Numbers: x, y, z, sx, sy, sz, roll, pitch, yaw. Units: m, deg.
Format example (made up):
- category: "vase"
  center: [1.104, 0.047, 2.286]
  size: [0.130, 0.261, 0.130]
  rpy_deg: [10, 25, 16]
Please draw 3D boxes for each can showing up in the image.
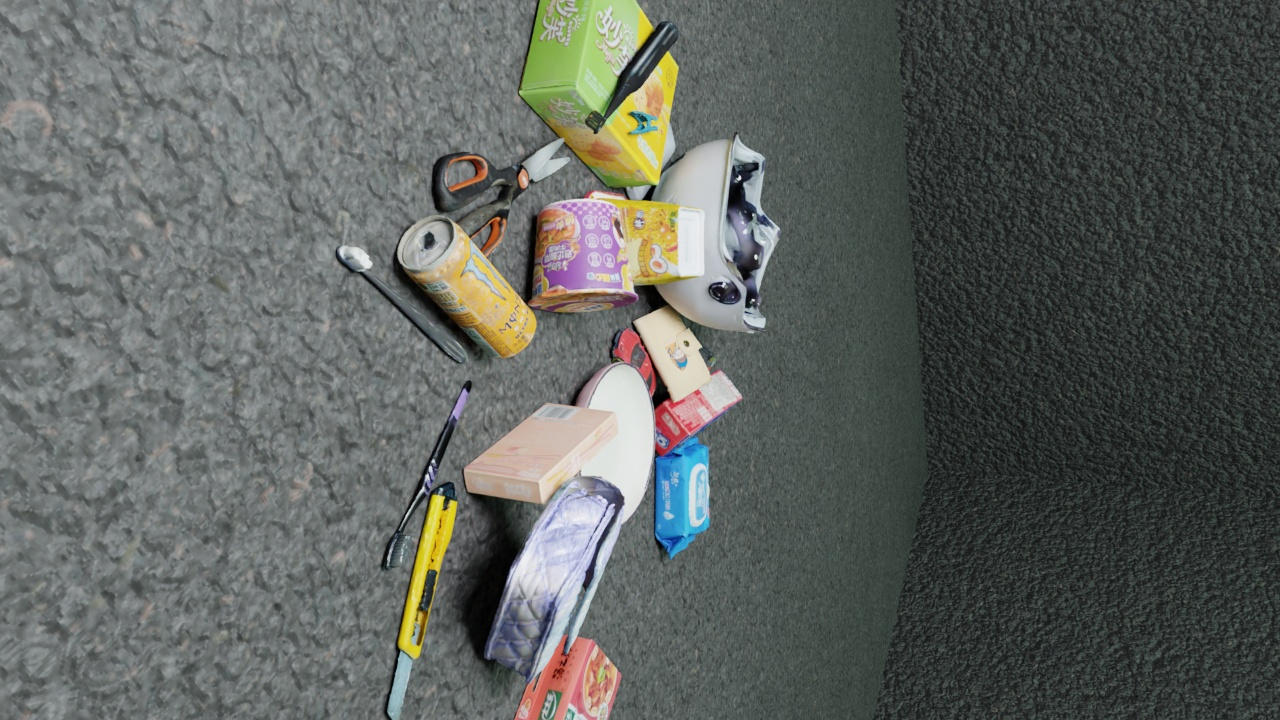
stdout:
- category: "can"
  center: [-0.147, -0.060, 0.795]
  size: [0.146, 0.058, 0.058]
  rpy_deg: [54, 45, -53]

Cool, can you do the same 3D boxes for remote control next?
- category: "remote control"
  center: [0.010, -0.255, 1.148]
  size: [0.135, 0.020, 0.056]
  rpy_deg: [-62, 143, -42]

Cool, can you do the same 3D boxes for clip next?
- category: "clip"
  center: [0.003, -0.253, 0.982]
  size: [0.056, 0.014, 0.040]
  rpy_deg: [-20, 112, -60]

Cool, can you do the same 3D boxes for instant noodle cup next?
- category: "instant noodle cup"
  center: [-0.059, -0.106, 0.928]
  size: [0.111, 0.112, 0.099]
  rpy_deg: [10, 77, -64]
- category: "instant noodle cup"
  center: [0.001, -0.130, 1.023]
  size: [0.115, 0.124, 0.116]
  rpy_deg: [-12, 103, -64]

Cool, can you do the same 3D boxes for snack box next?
- category: "snack box"
  center: [0.072, 0.069, 1.245]
  size: [0.058, 0.057, 0.207]
  rpy_deg: [51, 28, 7]
- category: "snack box"
  center: [-0.093, 0.087, 0.892]
  size: [0.156, 0.085, 0.026]
  rpy_deg: [-41, 131, -56]
- category: "snack box"
  center: [-0.075, 0.369, 1.000]
  size: [0.127, 0.044, 0.113]
  rpy_deg: [62, 39, -46]
- category: "snack box"
  center: [-0.037, -0.302, 0.990]
  size: [0.210, 0.070, 0.157]
  rpy_deg: [36, 60, -61]

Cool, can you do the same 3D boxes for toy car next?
- category: "toy car"
  center: [0.065, 0.005, 1.250]
  size: [0.045, 0.053, 0.120]
  rpy_deg: [-56, 165, 21]
- category: "toy car"
  center: [-0.007, 0.007, 1.129]
  size: [0.049, 0.031, 0.106]
  rpy_deg: [-66, 145, -40]

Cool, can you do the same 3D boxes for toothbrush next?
- category: "toothbrush"
  center: [-0.189, -0.042, 0.760]
  size: [0.181, 0.018, 0.015]
  rpy_deg: [53, 43, -55]
- category: "toothbrush"
  center: [-0.179, 0.094, 0.794]
  size: [0.014, 0.017, 0.188]
  rpy_deg: [61, 38, -47]
- category: "toothbrush"
  center: [-0.008, -0.291, 0.941]
  size: [0.027, 0.026, 0.212]
  rpy_deg: [42, 48, -15]

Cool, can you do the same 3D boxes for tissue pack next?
- category: "tissue pack"
  center: [0.060, 0.186, 1.257]
  size: [0.094, 0.052, 0.157]
  rpy_deg: [-10, 101, -64]

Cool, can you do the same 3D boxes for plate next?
- category: "plate"
  center: [-0.039, 0.097, 1.058]
  size: [0.192, 0.039, 0.192]
  rpy_deg: [-11, 103, -64]

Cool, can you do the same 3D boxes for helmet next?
- category: "helmet"
  center: [0.080, -0.156, 1.155]
  size: [0.259, 0.146, 0.228]
  rpy_deg: [57, 36, -53]

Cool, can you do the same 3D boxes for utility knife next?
- category: "utility knife"
  center: [-0.186, 0.204, 0.787]
  size: [0.033, 0.015, 0.206]
  rpy_deg: [35, 61, -57]

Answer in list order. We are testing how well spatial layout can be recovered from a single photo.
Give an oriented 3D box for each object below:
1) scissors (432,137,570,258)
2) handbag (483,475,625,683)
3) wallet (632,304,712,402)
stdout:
- category: "scissors"
  center: [-0.125, -0.182, 0.872]
  size: [0.162, 0.022, 0.233]
  rpy_deg: [62, 40, -46]
- category: "handbag"
  center: [-0.078, 0.209, 0.854]
  size: [0.133, 0.075, 0.194]
  rpy_deg: [-57, 172, -42]
- category: "wallet"
  center: [0.045, -0.012, 1.172]
  size: [0.087, 0.024, 0.115]
  rpy_deg: [-27, 89, -46]
